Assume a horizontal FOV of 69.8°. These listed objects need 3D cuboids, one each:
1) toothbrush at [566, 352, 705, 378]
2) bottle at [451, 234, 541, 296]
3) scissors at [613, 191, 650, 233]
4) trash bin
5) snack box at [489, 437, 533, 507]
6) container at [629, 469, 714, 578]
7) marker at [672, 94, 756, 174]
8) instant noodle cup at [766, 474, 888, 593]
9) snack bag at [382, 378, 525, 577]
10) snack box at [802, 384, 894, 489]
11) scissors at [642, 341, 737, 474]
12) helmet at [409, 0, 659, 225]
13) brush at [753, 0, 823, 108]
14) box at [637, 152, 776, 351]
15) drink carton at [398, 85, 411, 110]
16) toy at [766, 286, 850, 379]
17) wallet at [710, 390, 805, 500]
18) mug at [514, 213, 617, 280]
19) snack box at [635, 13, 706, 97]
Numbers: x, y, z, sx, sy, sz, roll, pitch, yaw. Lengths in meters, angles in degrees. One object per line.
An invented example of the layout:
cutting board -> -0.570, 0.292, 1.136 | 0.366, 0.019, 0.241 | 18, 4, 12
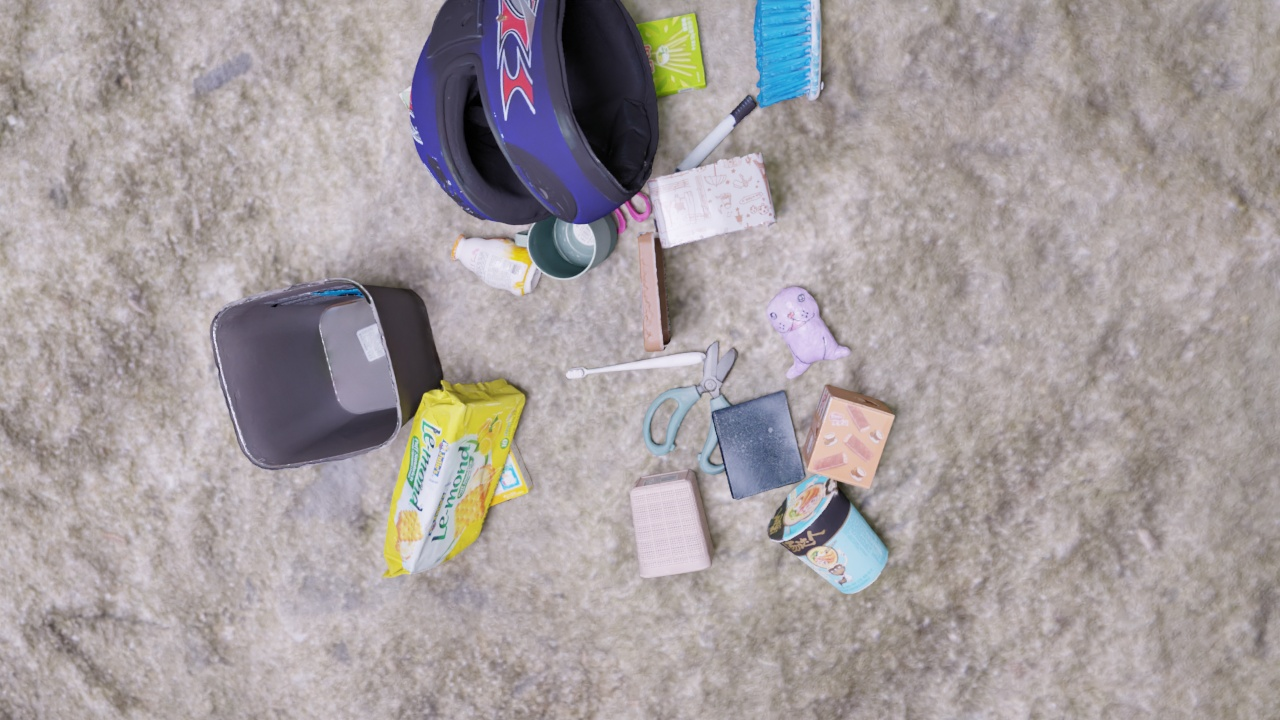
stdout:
toothbrush -> -0.007, 0.007, 1.156 | 0.180, 0.016, 0.016 | -7, 96, 12
bottle -> -0.179, -0.123, 1.140 | 0.108, 0.063, 0.063 | 20, 100, 3
scissors -> -0.047, -0.219, 1.138 | 0.072, 0.017, 0.137 | -36, 88, 18
trash bin -> -0.354, 0.002, 1.100 | 0.199, 0.219, 0.198 | -11, 97, 8
snack box -> -0.207, 0.120, 1.194 | 0.087, 0.033, 0.140 | -22, 96, 9
container -> 0.037, 0.201, 1.150 | 0.090, 0.090, 0.111 | -11, 93, 8
marker -> 0.090, -0.268, 1.110 | 0.131, 0.022, 0.018 | -45, 120, 9
instant noodle cup -> 0.236, 0.218, 1.122 | 0.111, 0.111, 0.120 | -44, 98, 10
snack bag -> -0.229, 0.134, 1.107 | 0.068, 0.157, 0.247 | 22, 100, 18
snack box -> 0.248, 0.090, 1.104 | 0.077, 0.092, 0.094 | 17, 99, 4
scissors -> 0.092, 0.065, 1.159 | 0.161, 0.019, 0.179 | 36, 99, 1
helmet -> -0.125, -0.260, 0.978 | 0.241, 0.314, 0.247 | -19, 137, 26
brush -> 0.186, -0.453, 1.060 | 0.109, 0.060, 0.314 | -2, 95, 1
box -> 0.082, -0.125, 1.051 | 0.158, 0.180, 0.217 | -3, 95, 5
drink carton -> -0.239, -0.285, 1.130 | 0.045, 0.053, 0.122 | -34, 94, 9
toy -> 0.195, -0.038, 1.121 | 0.084, 0.038, 0.108 | -27, 95, 21
wallet -> 0.148, 0.107, 1.147 | 0.097, 0.019, 0.121 | -16, 100, -5
mug -> -0.091, -0.147, 1.101 | 0.112, 0.106, 0.082 | 4, 108, 14
snack box -> -0.004, -0.358, 1.106 | 0.156, 0.026, 0.086 | -8, 96, 8
